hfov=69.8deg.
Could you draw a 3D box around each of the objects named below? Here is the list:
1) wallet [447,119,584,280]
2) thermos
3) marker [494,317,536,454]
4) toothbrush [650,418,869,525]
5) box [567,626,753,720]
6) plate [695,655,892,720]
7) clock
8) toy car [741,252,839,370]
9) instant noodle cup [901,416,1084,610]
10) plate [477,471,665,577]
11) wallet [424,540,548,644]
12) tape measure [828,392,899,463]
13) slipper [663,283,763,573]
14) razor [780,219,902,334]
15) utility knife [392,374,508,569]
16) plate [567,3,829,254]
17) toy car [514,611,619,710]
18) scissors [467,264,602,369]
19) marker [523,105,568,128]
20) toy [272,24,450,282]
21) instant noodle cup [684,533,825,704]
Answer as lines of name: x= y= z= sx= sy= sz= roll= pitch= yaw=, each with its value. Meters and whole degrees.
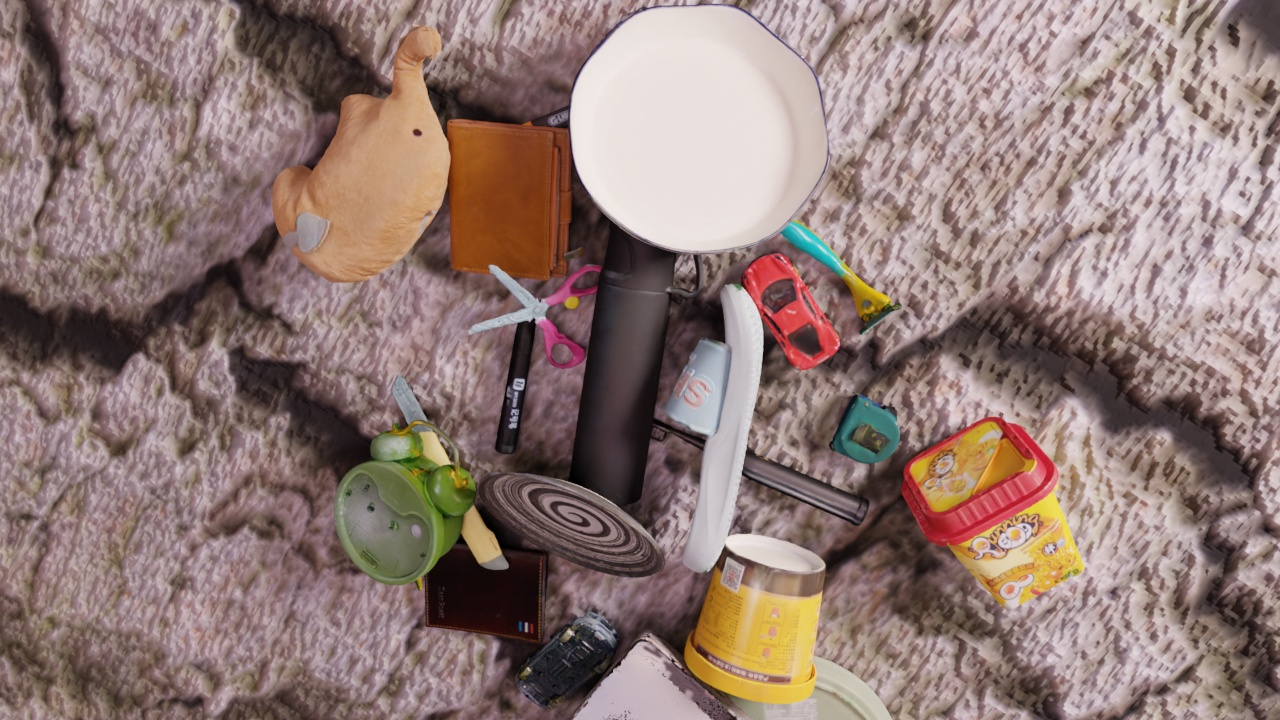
wallet: x=-0.106 y=-0.135 z=0.786 sx=0.119 sy=0.035 sz=0.131 roll=5 pitch=114 yaw=2
thermos: x=-0.005 y=0.005 z=0.794 sx=0.090 sy=0.068 sz=0.243 roll=16 pitch=106 yaw=22
marker: x=-0.114 y=0.022 z=0.839 sx=0.020 sy=0.022 sz=0.132 roll=11 pitch=105 yaw=-4
toothbrush: x=0.102 y=0.097 z=0.830 sx=0.212 sy=0.026 sz=0.027 roll=22 pitch=106 yaw=4
box: x=-0.002 y=0.392 z=0.847 sx=0.179 sy=0.132 sz=0.272 roll=39 pitch=112 yaw=11
plate: x=0.137 y=0.392 z=0.896 sx=0.230 sy=0.027 sz=0.230 roll=1 pitch=103 yaw=5
clock: x=-0.213 y=0.129 z=0.841 sx=0.116 sy=0.056 sz=0.161 roll=34 pitch=113 yaw=15
toy car: x=0.128 y=-0.043 z=0.792 sx=0.049 sy=0.031 sz=0.106 roll=-32 pitch=96 yaw=11
instant noodle cup: x=0.303 y=0.133 z=0.778 sx=0.116 sy=0.116 sz=0.123 roll=-33 pitch=109 yaw=12
plate: x=-0.059 y=0.141 z=0.812 sx=0.179 sy=0.024 sz=0.180 roll=19 pitch=149 yaw=12
wallet: x=-0.151 y=0.224 z=0.893 sx=0.122 sy=0.020 sz=0.096 roll=6 pitch=104 yaw=7
tape measure: x=0.201 y=0.063 z=0.811 sx=0.054 sy=0.025 sz=0.058 roll=24 pitch=105 yaw=2
slipper: x=0.056 y=0.056 z=0.777 sx=0.074 sy=0.104 sz=0.245 roll=10 pitch=94 yaw=9
razor: x=0.162 y=-0.079 z=0.780 sx=0.132 sy=0.028 sz=0.043 roll=41 pitch=135 yaw=-7
utility knife: x=-0.183 y=0.108 z=0.863 sx=0.031 sy=0.021 sz=0.208 roll=-27 pitch=97 yaw=13
plate: x=0.045 y=-0.180 z=0.730 sx=0.205 sy=0.045 sz=0.204 roll=0 pitch=83 yaw=-4
toy car: x=-0.072 y=0.292 z=0.892 sx=0.054 sy=0.036 sz=0.121 roll=41 pitch=114 yaw=-4
scissors: x=-0.085 y=-0.038 z=0.801 sx=0.133 sy=0.017 sz=0.132 roll=-19 pitch=124 yaw=-16
marker: x=-0.079 y=-0.202 z=0.784 sx=0.124 sy=0.015 sz=0.018 roll=-21 pitch=102 yaw=11
toy: x=-0.217 y=-0.167 z=0.772 sx=0.143 sy=0.082 sz=0.226 roll=46 pitch=104 yaw=8
instant noodle cup: x=0.107 y=0.224 z=0.817 sx=0.118 sy=0.118 sz=0.114 roll=11 pitch=97 yaw=4
